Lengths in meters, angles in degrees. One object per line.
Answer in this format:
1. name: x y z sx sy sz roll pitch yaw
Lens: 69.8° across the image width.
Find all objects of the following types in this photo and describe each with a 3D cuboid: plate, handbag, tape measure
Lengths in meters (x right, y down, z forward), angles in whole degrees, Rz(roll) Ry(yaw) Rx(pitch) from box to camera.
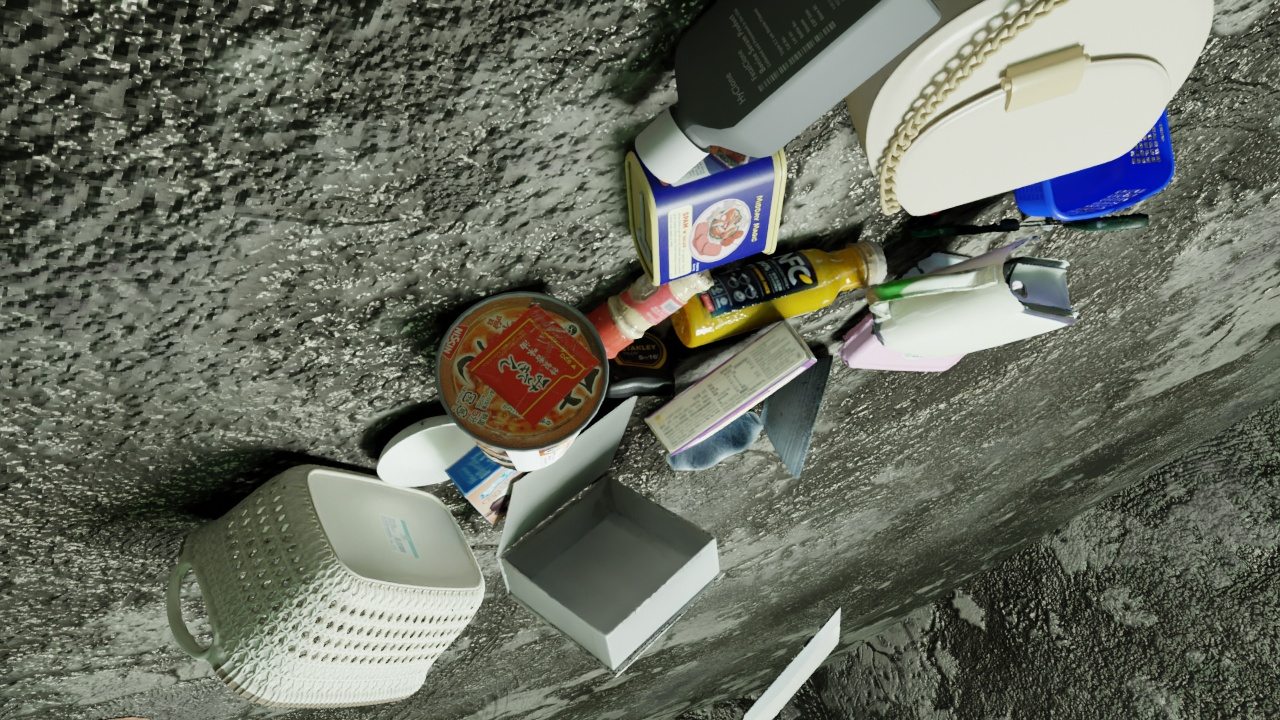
1. plate: -0.181 0.074 0.804 0.104 0.026 0.104 -18 151 -11
2. handbag: 0.240 -0.195 0.596 0.211 0.103 0.209 -16 152 8
3. handbag: 0.267 -0.059 0.799 0.175 0.074 0.152 6 164 -33
4. tape measure: -0.005 0.004 0.782 0.061 0.061 0.034 1 145 -11

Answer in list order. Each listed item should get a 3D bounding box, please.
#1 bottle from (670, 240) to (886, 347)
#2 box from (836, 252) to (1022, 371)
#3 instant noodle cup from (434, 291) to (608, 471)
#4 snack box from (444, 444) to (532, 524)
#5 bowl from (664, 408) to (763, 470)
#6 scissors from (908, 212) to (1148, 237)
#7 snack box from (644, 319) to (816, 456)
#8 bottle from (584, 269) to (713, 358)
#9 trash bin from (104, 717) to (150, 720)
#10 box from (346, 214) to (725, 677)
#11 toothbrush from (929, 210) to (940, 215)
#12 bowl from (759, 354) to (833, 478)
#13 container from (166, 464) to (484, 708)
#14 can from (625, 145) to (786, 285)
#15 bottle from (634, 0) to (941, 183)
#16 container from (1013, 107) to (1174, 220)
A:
1. bottle: 0.118 -0.061 0.773 0.186 0.053 0.053 -17 152 -14
2. box: 0.314 -0.044 0.973 0.200 0.038 0.153 2 142 -41
3. instant noodle cup: -0.091 0.029 0.712 0.123 0.123 0.122 -17 161 -13
4. snack box: -0.121 0.100 0.839 0.087 0.034 0.151 -39 165 -12
5. bowl: 0.069 0.067 0.956 0.110 0.055 0.110 -19 152 -10
6. scissors: 0.353 -0.117 0.790 0.201 0.015 0.203 -8 -172 -21
7. snack box: 0.086 0.025 0.814 0.143 0.040 0.148 -36 172 10
8. bottle: 0.004 -0.046 0.722 0.109 0.044 0.044 -35 150 20
9. trash bin: -0.644 0.554 1.086 0.151 0.210 0.151 -19 152 -11
10. box: -0.089 0.077 0.896 0.167 0.422 0.174 -36 -161 -34
11. toothbrush: 0.277 -0.188 0.721 0.012 0.018 0.213 -13 154 -21
12. bowl: 0.160 0.052 0.979 0.057 0.136 0.137 16 152 10
13. container: -0.257 0.192 0.799 0.143 0.184 0.246 -42 150 12
14. can: 0.043 -0.108 0.629 0.092 0.056 0.116 -19 152 -8
15. bottle: 0.069 -0.168 0.517 0.174 0.083 0.046 -38 150 26
16. container: 0.351 -0.165 0.729 0.114 0.096 0.058 -18 -168 -9
